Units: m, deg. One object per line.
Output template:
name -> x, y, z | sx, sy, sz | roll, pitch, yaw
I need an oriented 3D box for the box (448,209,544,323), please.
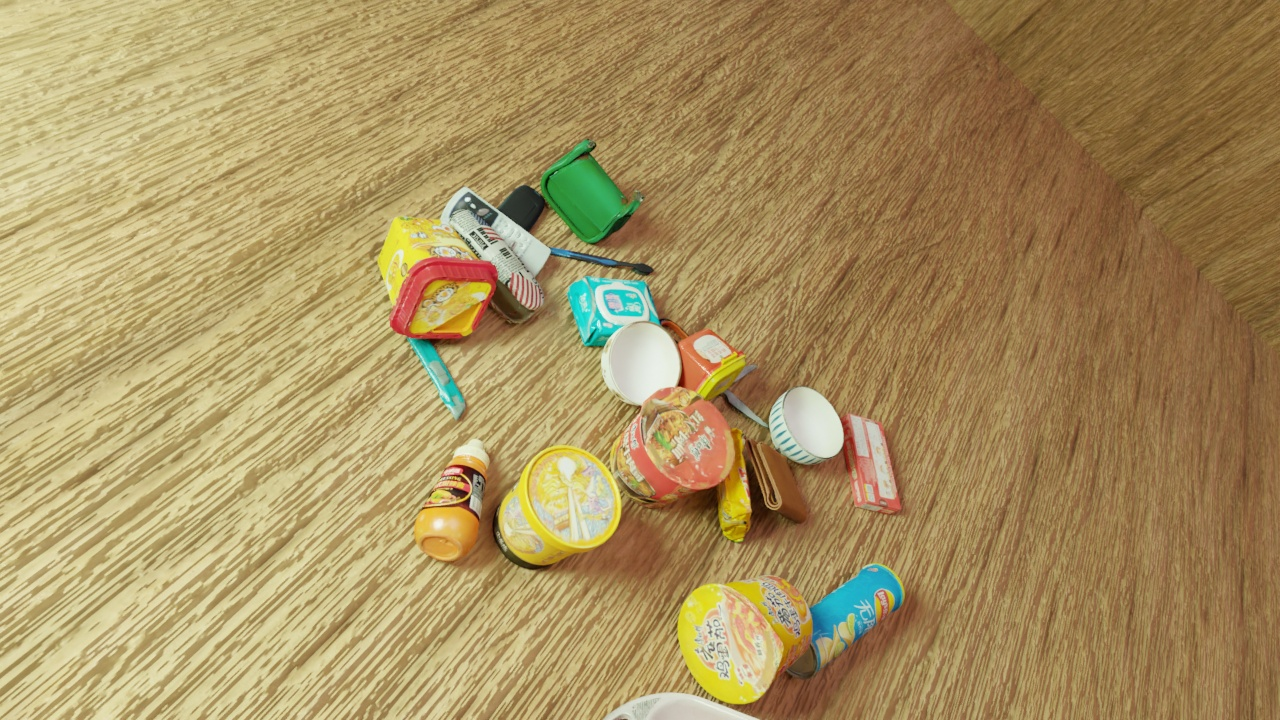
box -> -0.183, -0.129, 1.175 | 0.163, 0.082, 0.075 | 49, 55, -2

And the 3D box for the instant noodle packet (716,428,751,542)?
instant noodle packet -> 0.122, 0.163, 1.204 | 0.044, 0.111, 0.128 | -4, 59, 2

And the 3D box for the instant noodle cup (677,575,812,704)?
instant noodle cup -> 0.131, 0.321, 1.087 | 0.109, 0.138, 0.138 | -6, 65, -48

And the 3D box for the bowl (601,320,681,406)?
bowl -> -0.007, 0.007, 1.226 | 0.113, 0.062, 0.113 | 5, 80, -31

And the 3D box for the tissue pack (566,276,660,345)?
tissue pack -> -0.032, -0.067, 1.276 | 0.133, 0.050, 0.093 | 0, 61, -37

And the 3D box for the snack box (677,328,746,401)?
snack box -> 0.088, 0.005, 1.268 | 0.080, 0.082, 0.091 | 47, 43, 16

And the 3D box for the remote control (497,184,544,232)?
remote control -> -0.171, -0.205, 1.283 | 0.053, 0.024, 0.136 | 38, 46, -12

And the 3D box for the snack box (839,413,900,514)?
snack box -> 0.356, 0.161, 1.431 | 0.075, 0.026, 0.152 | 16, 54, -30

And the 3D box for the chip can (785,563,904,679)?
chip can -> 0.264, 0.340, 1.210 | 0.209, 0.071, 0.071 | -18, 73, -42

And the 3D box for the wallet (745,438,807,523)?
wallet -> 0.187, 0.165, 1.260 | 0.131, 0.031, 0.107 | 35, 33, -60

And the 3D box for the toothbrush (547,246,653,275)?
toothbrush -> -0.063, -0.145, 1.334 | 0.189, 0.016, 0.014 | 8, 67, -30

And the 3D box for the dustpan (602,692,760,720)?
dustpan -> 0.073, 0.441, 0.910 | 0.221, 0.274, 0.139 | -51, 121, -48

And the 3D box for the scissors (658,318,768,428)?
scissors -> 0.094, 0.031, 1.325 | 0.233, 0.022, 0.220 | 45, 45, -2

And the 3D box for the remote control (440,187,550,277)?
remote control -> -0.193, -0.168, 1.228 | 0.150, 0.021, 0.058 | 36, 73, -13

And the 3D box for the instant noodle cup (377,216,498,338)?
instant noodle cup -> -0.250, -0.103, 1.094 | 0.116, 0.116, 0.123 | -2, 46, -42

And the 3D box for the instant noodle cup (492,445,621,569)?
instant noodle cup -> -0.099, 0.170, 1.021 | 0.118, 0.115, 0.118 | 18, 52, -26

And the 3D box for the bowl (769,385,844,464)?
bowl -> 0.234, 0.103, 1.350 | 0.116, 0.066, 0.116 | 18, 53, -27

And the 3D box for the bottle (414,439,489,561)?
bottle -> -0.198, 0.145, 1.006 | 0.066, 0.067, 0.149 | 30, 41, -17

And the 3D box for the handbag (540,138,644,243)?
handbag -> -0.068, -0.242, 1.316 | 0.131, 0.120, 0.067 | 51, 47, -8

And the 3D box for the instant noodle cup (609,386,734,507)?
instant noodle cup -> 0.035, 0.118, 1.160 | 0.137, 0.109, 0.137 | 17, 53, -25

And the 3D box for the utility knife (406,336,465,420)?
utility knife -> -0.252, -0.002, 1.094 | 0.029, 0.013, 0.166 | -22, 75, -48
